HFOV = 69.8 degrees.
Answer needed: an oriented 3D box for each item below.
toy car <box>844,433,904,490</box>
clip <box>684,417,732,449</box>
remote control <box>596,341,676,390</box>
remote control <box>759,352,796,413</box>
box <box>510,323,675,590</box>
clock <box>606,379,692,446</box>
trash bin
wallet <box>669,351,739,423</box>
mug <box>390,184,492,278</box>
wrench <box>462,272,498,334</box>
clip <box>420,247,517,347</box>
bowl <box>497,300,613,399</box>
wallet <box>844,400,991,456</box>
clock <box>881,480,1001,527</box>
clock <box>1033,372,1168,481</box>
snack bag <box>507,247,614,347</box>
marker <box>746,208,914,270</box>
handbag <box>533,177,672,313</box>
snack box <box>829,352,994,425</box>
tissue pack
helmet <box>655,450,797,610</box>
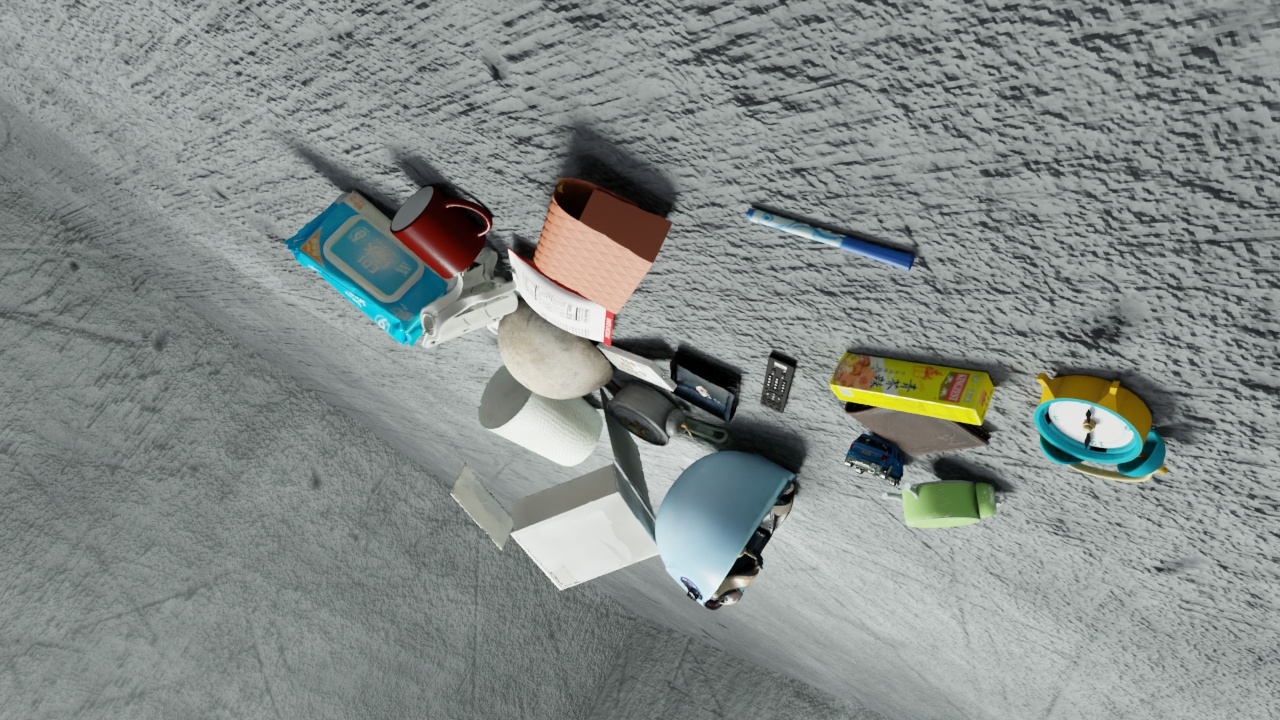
[{"bbox_3d":[0.269,0.112,1.037,0.056,0.043,0.120,19,173,28],"label":"toy car"},{"bbox_3d":[0.094,0.103,1.293,0.076,0.023,0.045,18,159,35],"label":"clip"},{"bbox_3d":[-0.007,0.007,1.173,0.050,0.011,0.136,45,167,-32],"label":"remote control"},{"bbox_3d":[0.155,0.028,1.044,0.030,0.009,0.140,25,160,13],"label":"remote control"},{"bbox_3d":[-0.038,0.140,1.363,0.172,0.378,0.167,1,141,28],"label":"box"},{"bbox_3d":[0.015,0.080,1.291,0.148,0.056,0.104,18,154,36],"label":"clock"},{"bbox_3d":[-0.151,0.085,1.444,0.161,0.133,0.133,38,160,-35],"label":"trash bin"},{"bbox_3d":[0.078,0.033,1.135,0.089,0.026,0.115,28,160,13],"label":"wallet"},{"bbox_3d":[-0.220,-0.154,1.051,0.106,0.073,0.082,-23,131,30],"label":"mug"},{"bbox_3d":[-0.225,-0.097,1.258,0.066,0.018,0.274,24,161,15],"label":"wrench"},{"bbox_3d":[-0.210,-0.074,1.151,0.075,0.124,0.144,52,144,13],"label":"clip"},{"bbox_3d":[-0.132,0.001,1.261,0.178,0.081,0.179,30,160,12],"label":"bowl"},{"bbox_3d":[0.279,0.065,0.936,0.099,0.031,0.120,32,160,-16],"label":"wallet"},{"bbox_3d":[0.342,0.161,1.024,0.119,0.042,0.094,0,163,-7],"label":"clock"},{"bbox_3d":[0.379,0.058,0.766,0.099,0.043,0.129,8,144,46],"label":"clock"},{"bbox_3d":[-0.097,-0.071,1.106,0.144,0.039,0.131,31,163,6],"label":"snack bag"},{"bbox_3d":[0.150,-0.099,0.740,0.142,0.013,0.013,21,159,22],"label":"marker"},{"bbox_3d":[-0.043,-0.116,0.893,0.109,0.060,0.172,26,163,-6],"label":"handbag"},{"bbox_3d":[0.251,0.025,0.859,0.148,0.040,0.029,10,153,43],"label":"snack box"},{"bbox_3d":[-0.341,-0.123,1.178,0.209,0.116,0.066,38,161,0],"label":"tissue pack"},{"bbox_3d":[0.111,0.223,1.273,0.167,0.225,0.266,34,162,10],"label":"helmet"}]
